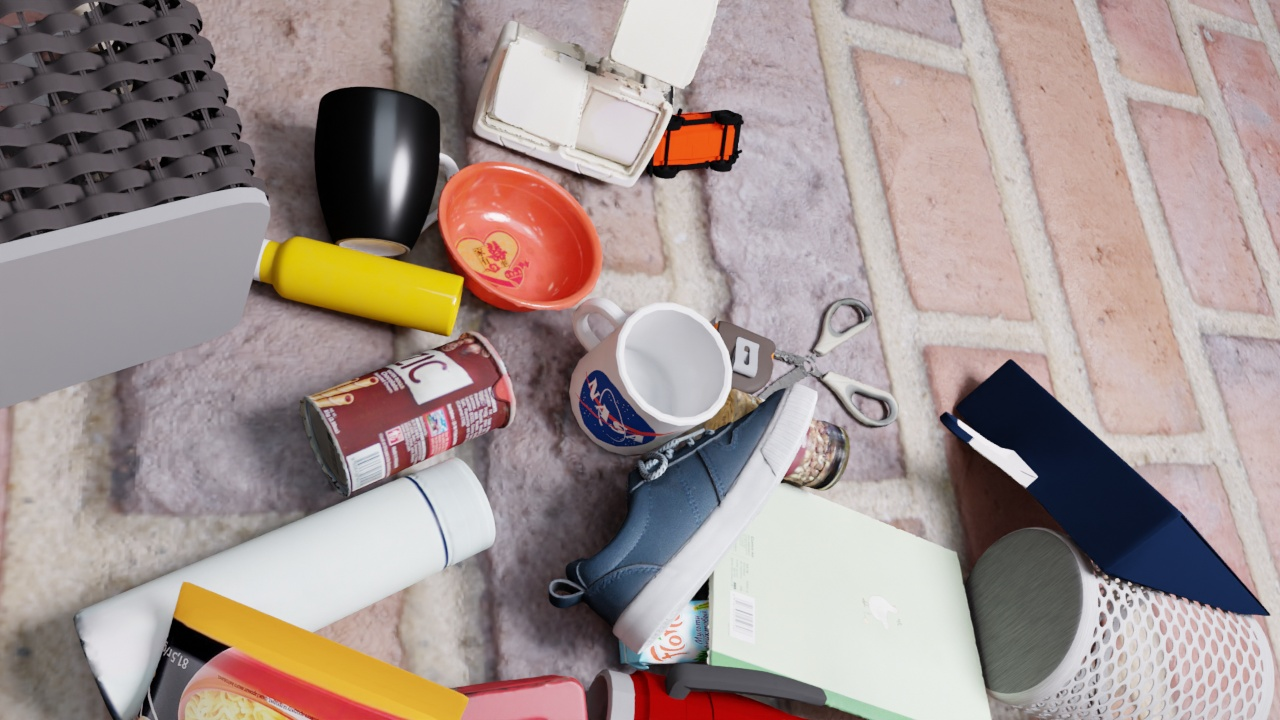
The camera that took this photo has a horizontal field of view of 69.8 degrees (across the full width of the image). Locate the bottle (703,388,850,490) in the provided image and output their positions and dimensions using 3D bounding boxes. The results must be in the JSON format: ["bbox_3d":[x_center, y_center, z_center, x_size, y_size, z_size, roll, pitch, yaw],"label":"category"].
[{"bbox_3d":[0.108,0.064,0.733,0.105,0.056,0.056,20,64,-20],"label":"bottle"}]

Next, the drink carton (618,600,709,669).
[{"bbox_3d":[0.044,0.196,0.662,0.128,0.039,0.044,4,70,-26],"label":"drink carton"}]

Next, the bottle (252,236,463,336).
[{"bbox_3d":[-0.195,-0.053,0.622,0.143,0.043,0.043,14,65,-8],"label":"bottle"}]

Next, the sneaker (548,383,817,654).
[{"bbox_3d":[0.035,0.093,0.637,0.087,0.089,0.235,36,62,14],"label":"sneaker"}]

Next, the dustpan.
[{"bbox_3d":[0.360,0.098,0.776,0.273,0.080,0.236,39,15,-27],"label":"dustpan"}]

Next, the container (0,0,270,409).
[{"bbox_3d":[-0.353,-0.120,0.463,0.246,0.246,0.243,-24,87,-32],"label":"container"}]

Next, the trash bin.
[{"bbox_3d":[0.377,0.232,0.750,0.183,0.157,0.156,23,62,-15],"label":"trash bin"}]

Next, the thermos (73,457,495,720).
[{"bbox_3d":[-0.200,0.129,0.548,0.229,0.068,0.068,-23,83,-31],"label":"thermos"}]

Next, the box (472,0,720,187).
[{"bbox_3d":[-0.039,-0.193,0.665,0.143,0.188,0.104,15,50,-15],"label":"box"}]

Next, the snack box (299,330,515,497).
[{"bbox_3d":[-0.152,0.033,0.605,0.121,0.072,0.072,-24,83,-31],"label":"snack box"}]

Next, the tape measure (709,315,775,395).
[{"bbox_3d":[0.079,0.001,0.750,0.058,0.038,0.058,22,67,-11],"label":"tape measure"}]

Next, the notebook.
[{"bbox_3d":[0.160,0.186,0.706,0.252,0.010,0.181,23,42,-18],"label":"notebook"}]

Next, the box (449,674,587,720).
[{"bbox_3d":[-0.109,0.257,0.537,0.157,0.087,0.128,0,76,-27],"label":"box"}]

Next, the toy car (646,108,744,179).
[{"bbox_3d":[0.043,-0.191,0.798,0.100,0.051,0.049,-13,35,-29],"label":"toy car"}]

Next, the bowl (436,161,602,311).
[{"bbox_3d":[-0.095,-0.083,0.685,0.130,0.045,0.130,18,53,-25],"label":"bowl"}]

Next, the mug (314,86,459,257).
[{"bbox_3d":[-0.175,-0.125,0.656,0.118,0.085,0.100,12,77,-55],"label":"mug"}]

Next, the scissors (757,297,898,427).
[{"bbox_3d":[0.166,0.002,0.812,0.171,0.013,0.157,36,59,-9],"label":"scissors"}]

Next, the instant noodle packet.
[{"bbox_3d":[-0.198,0.244,0.458,0.160,0.032,0.220,20,86,6],"label":"instant noodle packet"}]

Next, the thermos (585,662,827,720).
[{"bbox_3d":[0.065,0.253,0.603,0.198,0.084,0.108,17,107,-12],"label":"thermos"}]

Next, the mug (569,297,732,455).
[{"bbox_3d":[-0.004,0.004,0.679,0.121,0.090,0.090,50,58,-2],"label":"mug"}]
